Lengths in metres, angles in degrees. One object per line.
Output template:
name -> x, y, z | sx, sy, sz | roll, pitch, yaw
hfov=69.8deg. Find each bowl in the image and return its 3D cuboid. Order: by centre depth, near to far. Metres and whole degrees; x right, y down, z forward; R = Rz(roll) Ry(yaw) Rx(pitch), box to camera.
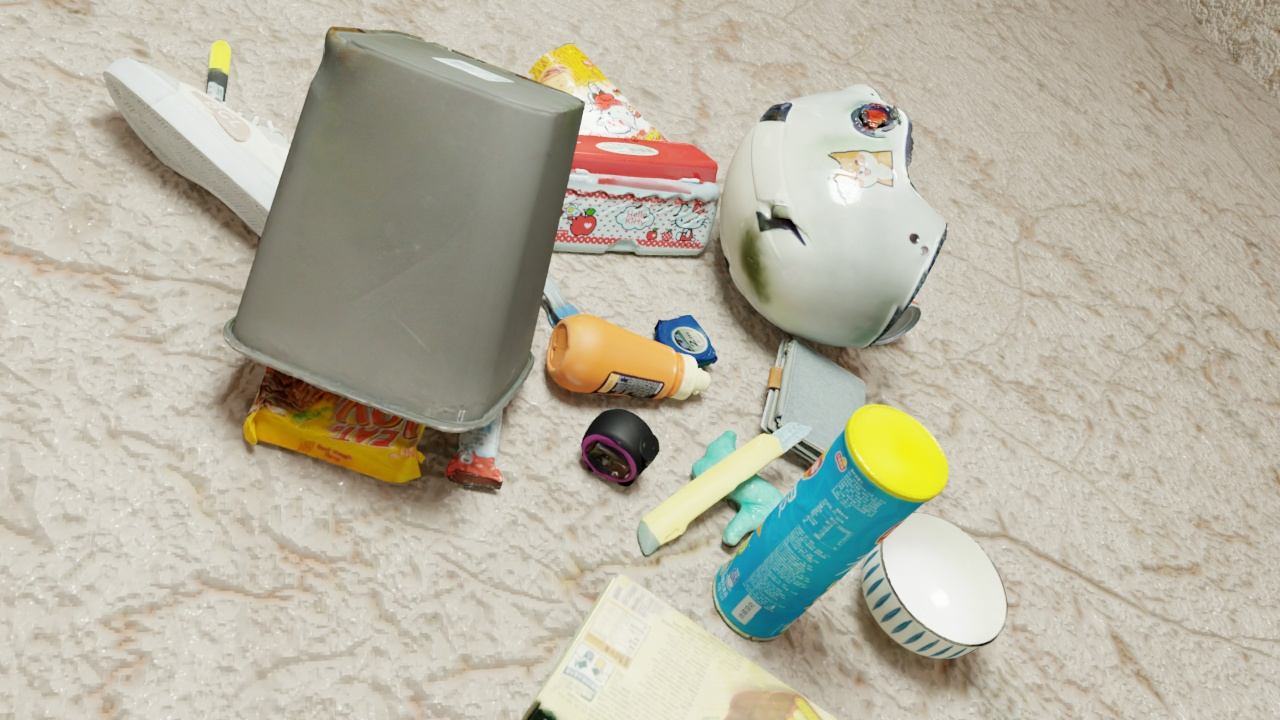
bowl -> 0.227, 0.188, 0.741 | 0.116, 0.066, 0.116 | 15, 46, -16

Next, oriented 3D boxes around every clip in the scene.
clip -> -0.080, -0.055, 0.839 | 0.025, 0.037, 0.058 | -18, 64, -36

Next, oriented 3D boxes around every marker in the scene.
marker -> -0.397, -0.257, 0.861 | 0.018, 0.015, 0.124 | 4, 53, -23

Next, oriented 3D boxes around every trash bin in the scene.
trash bin -> -0.151, -0.101, 0.652 | 0.199, 0.220, 0.198 | 21, 19, 1

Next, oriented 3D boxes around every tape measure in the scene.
tape measure -> -0.018, 0.070, 0.729 | 0.058, 0.057, 0.039 | 40, 45, -2
tape measure -> 0.039, -0.015, 0.857 | 0.054, 0.025, 0.058 | -13, 54, -33

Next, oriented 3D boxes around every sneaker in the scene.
sneaker -> -0.333, -0.181, 0.765 | 0.242, 0.090, 0.090 | 39, 60, 4

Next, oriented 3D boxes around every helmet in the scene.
helmet -> 0.158, -0.143, 0.902 | 0.156, 0.231, 0.273 | -3, 65, -21

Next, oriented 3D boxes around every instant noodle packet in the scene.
instant noodle packet -> -0.214, 0.027, 0.677 | 0.128, 0.044, 0.110 | 17, 49, -13

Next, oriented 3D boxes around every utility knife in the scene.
utility knife -> 0.069, 0.096, 0.742 | 0.182, 0.019, 0.031 | -34, 69, -17

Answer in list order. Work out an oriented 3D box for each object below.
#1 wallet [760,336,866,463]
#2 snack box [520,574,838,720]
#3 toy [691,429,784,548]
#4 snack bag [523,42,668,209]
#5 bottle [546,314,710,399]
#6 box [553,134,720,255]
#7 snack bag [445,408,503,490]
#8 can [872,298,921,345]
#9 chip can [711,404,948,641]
wallet -> 0.162, 0.044, 0.859 | 0.106, 0.037, 0.129 | 32, 40, -9
snack box -> 0.050, 0.254, 0.593 | 0.240, 0.063, 0.114 | 33, 44, 3
toy -> 0.082, 0.110, 0.765 | 0.092, 0.030, 0.096 | 38, 50, 12
snack bag -> -0.035, -0.252, 1.017 | 0.208, 0.073, 0.128 | 47, 45, 7
bottle -> -0.005, 0.005, 0.796 | 0.149, 0.067, 0.066 | 14, 46, -26
box -> -0.024, -0.168, 0.930 | 0.200, 0.100, 0.094 | -1, 30, -26
snack bag -> -0.124, 0.053, 0.711 | 0.045, 0.026, 0.105 | 7, 47, -9
can -> 0.250, -0.072, 0.988 | 0.066, 0.067, 0.093 | -3, 53, -30
chip can -> 0.125, 0.121, 0.645 | 0.071, 0.211, 0.071 | 14, 46, -15
